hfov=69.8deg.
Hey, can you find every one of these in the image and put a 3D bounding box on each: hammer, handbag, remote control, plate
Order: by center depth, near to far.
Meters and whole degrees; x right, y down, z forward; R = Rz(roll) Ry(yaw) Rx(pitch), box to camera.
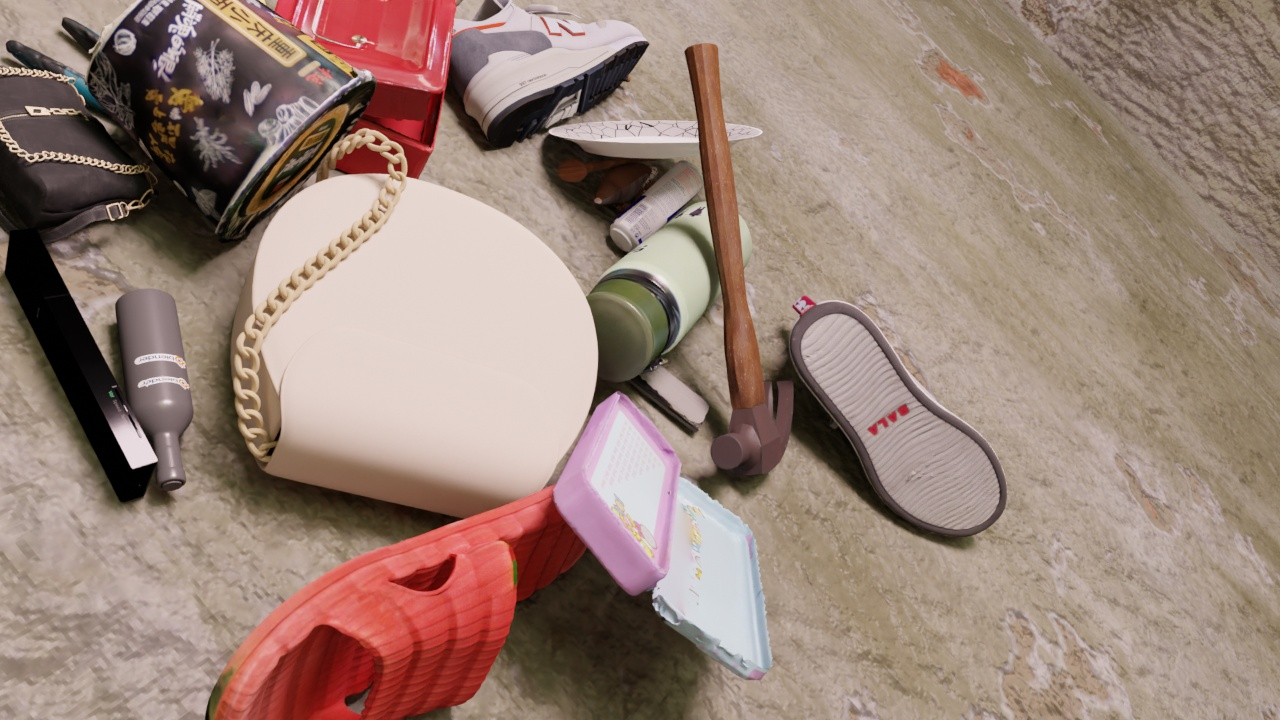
[{"bbox_3d":[-0.284,0.000,0.464,0.013,0.035,0.150,-20,70,-47],"label":"remote control"},{"bbox_3d":[-0.339,-0.123,0.524,0.128,0.054,0.079,48,29,10],"label":"handbag"},{"bbox_3d":[-0.129,-0.016,0.555,0.210,0.104,0.208,18,50,-25],"label":"handbag"},{"bbox_3d":[0.069,-0.074,0.697,0.115,0.033,0.323,-15,97,-61],"label":"hammer"},{"bbox_3d":[-0.004,0.004,0.709,0.136,0.013,0.033,39,38,-5],"label":"remote control"},{"bbox_3d":[0.013,-0.197,0.821,0.188,0.016,0.188,0,20,0],"label":"plate"}]

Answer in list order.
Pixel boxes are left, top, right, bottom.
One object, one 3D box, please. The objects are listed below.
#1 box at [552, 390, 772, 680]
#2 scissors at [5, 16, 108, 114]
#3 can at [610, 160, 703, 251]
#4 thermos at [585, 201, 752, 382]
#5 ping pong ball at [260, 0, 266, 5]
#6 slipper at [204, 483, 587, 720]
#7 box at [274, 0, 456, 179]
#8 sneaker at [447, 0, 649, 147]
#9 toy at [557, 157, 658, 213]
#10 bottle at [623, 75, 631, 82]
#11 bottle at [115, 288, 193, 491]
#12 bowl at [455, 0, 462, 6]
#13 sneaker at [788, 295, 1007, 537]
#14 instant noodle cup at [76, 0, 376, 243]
[{"bbox_3d":[0.019,0.097,0.560,0.151,0.035,0.214,44,11,-4],"label":"box"},{"bbox_3d":[-0.329,-0.172,0.591,0.123,0.019,0.148,-9,64,-45],"label":"scissors"},{"bbox_3d":[0.014,-0.134,0.800,0.032,0.032,0.095,44,71,1],"label":"can"},{"bbox_3d":[0.021,-0.055,0.718,0.082,0.083,0.230,43,33,0],"label":"thermos"},{"bbox_3d":[-0.297,-0.260,0.677,0.040,0.040,0.040,22,44,-23],"label":"ping pong ball"},{"bbox_3d":[-0.092,0.130,0.457,0.059,0.104,0.248,39,29,22],"label":"slipper"},{"bbox_3d":[-0.209,-0.220,0.686,0.134,0.111,0.157,13,51,-17],"label":"box"},{"bbox_3d":[-0.093,-0.287,0.832,0.124,0.089,0.239,46,43,-1],"label":"sneaker"},{"bbox_3d":[-0.020,-0.158,0.815,0.101,0.042,0.055,-20,109,-37],"label":"toy"},{"bbox_3d":[-0.055,-0.303,0.927,0.106,0.025,0.025,14,48,-30],"label":"bottle"},{"bbox_3d":[-0.252,0.016,0.480,0.030,0.030,0.113,0,56,-39],"label":"bottle"},{"bbox_3d":[-0.220,-0.337,0.782,0.150,0.076,0.150,23,43,-24],"label":"bowl"},{"bbox_3d":[0.218,0.045,0.809,0.263,0.097,0.128,48,13,-11],"label":"sneaker"},{"bbox_3d":[-0.246,-0.157,0.548,0.112,0.138,0.137,42,39,-13],"label":"instant noodle cup"}]
